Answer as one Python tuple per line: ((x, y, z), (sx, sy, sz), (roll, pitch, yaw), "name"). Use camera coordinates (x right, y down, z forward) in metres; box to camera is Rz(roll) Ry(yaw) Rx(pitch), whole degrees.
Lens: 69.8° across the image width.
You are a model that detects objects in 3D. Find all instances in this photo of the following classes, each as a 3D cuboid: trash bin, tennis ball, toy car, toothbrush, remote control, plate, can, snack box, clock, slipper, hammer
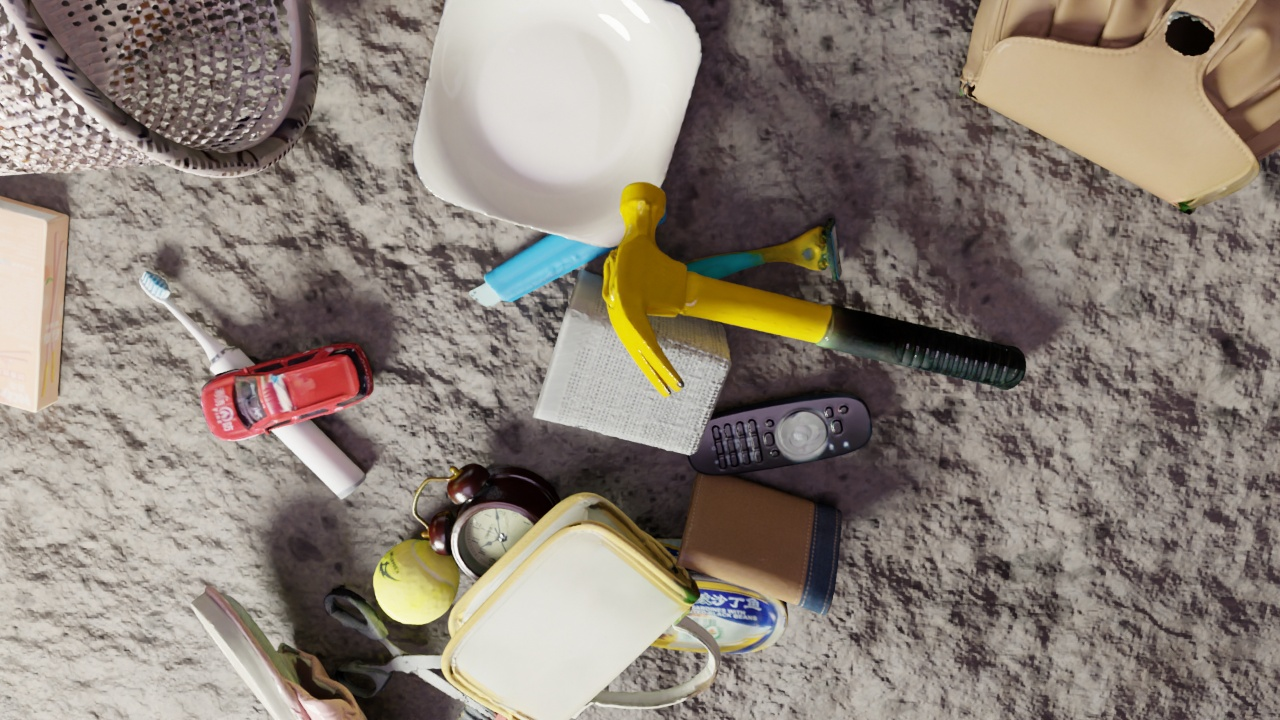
((-0.339, -0.201, 0.537), (0.192, 0.226, 0.227), (-9, 109, 21), "trash bin")
((-0.175, 0.173, 0.720), (0.065, 0.065, 0.065), (1, 109, 4), "tennis ball")
((-0.258, 0.022, 0.668), (0.120, 0.045, 0.053), (-18, 96, -9), "toy car")
((-0.295, 0.019, 0.696), (0.026, 0.026, 0.221), (-32, 105, 39), "toothbrush")
((0.100, 0.053, 0.676), (0.136, 0.024, 0.053), (-10, 106, 7), "remote control")
((-0.055, -0.167, 0.596), (0.164, 0.034, 0.164), (16, 106, -10), "plate")
((0.040, 0.183, 0.714), (0.148, 0.049, 0.075), (5, 109, 3), "can")
((-0.482, -0.045, 0.688), (0.084, 0.026, 0.157), (16, 110, -1), "snack box")
((-0.114, 0.123, 0.702), (0.122, 0.055, 0.082), (25, 110, -7), "clock")
((-0.268, 0.284, 0.752), (0.054, 0.114, 0.274), (-40, 115, -30), "slipper")
((0.119, -0.022, 0.601), (0.300, 0.033, 0.128), (11, 73, -16), "hammer")

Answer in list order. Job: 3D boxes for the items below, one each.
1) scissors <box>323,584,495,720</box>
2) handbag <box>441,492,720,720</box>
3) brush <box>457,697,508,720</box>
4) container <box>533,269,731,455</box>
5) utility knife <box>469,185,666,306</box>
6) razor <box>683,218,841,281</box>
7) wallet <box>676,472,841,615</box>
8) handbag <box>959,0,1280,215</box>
((-0.194, 0.243, 0.747), (0.179, 0.014, 0.159), (-38, 89, 31), "scissors")
((-0.033, 0.200, 0.670), (0.178, 0.063, 0.163), (41, 102, -16), "handbag")
((-0.082, 0.250, 0.741), (0.069, 0.063, 0.146), (33, 107, 5), "brush")
((-0.004, 0.004, 0.635), (0.114, 0.090, 0.090), (18, 110, -5), "container")
((-0.052, -0.079, 0.646), (0.162, 0.018, 0.034), (-27, 93, 14), "utility knife")
((0.071, -0.065, 0.633), (0.132, 0.028, 0.043), (-13, 121, 4), "razor")
((0.088, 0.131, 0.674), (0.115, 0.090, 0.033), (19, 139, -2), "wallet")
((0.300, -0.185, 0.535), (0.204, 0.099, 0.148), (27, 112, -1), "handbag")
